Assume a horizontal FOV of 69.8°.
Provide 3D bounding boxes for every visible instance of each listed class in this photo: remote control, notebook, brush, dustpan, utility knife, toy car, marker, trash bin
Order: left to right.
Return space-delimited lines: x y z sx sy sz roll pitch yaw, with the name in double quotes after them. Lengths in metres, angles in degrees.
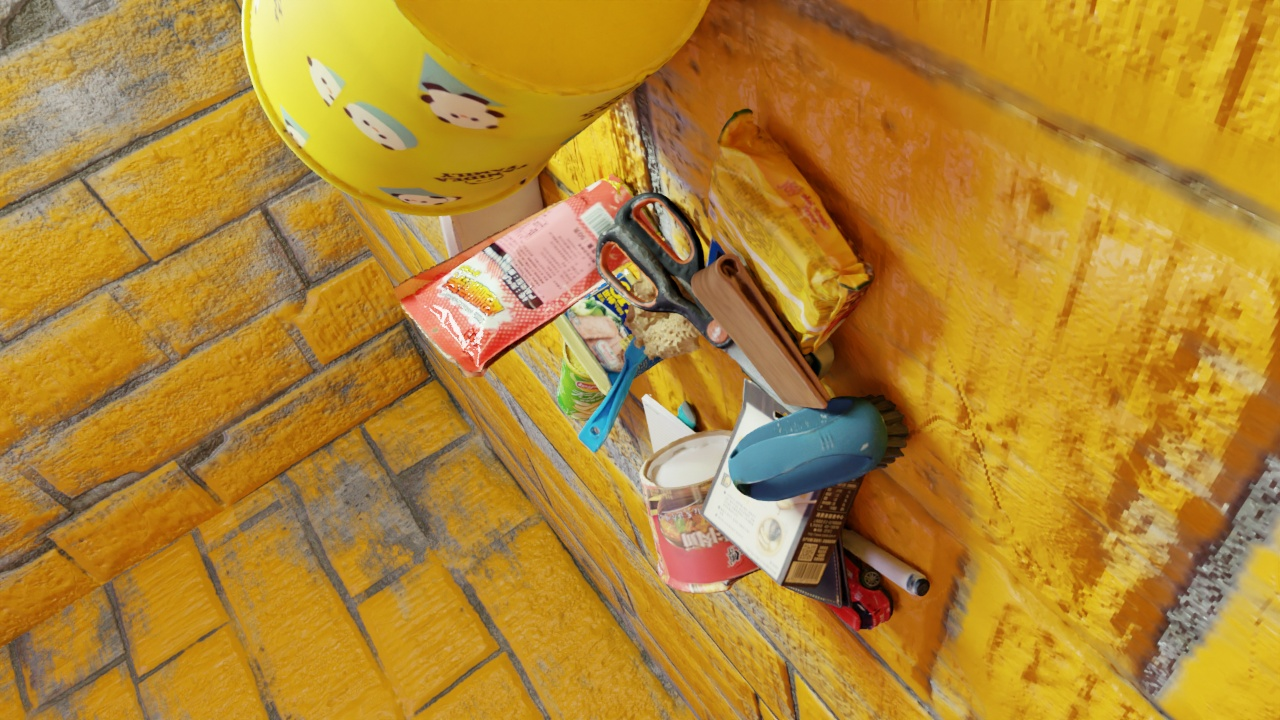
-0.206 -0.213 0.977 0.273 0.138 0.223 48 163 27 "dustpan"
-0.095 -0.210 0.518 0.229 0.229 0.256 61 159 -15 "trash bin"
-0.005 0.005 0.810 0.083 0.045 0.255 43 138 11 "brush"
0.045 0.080 1.030 0.029 0.013 0.171 55 163 14 "utility knife"
0.068 0.136 1.045 0.150 0.012 0.209 38 158 29 "notebook"
0.089 -0.038 0.641 0.125 0.024 0.049 52 164 17 "remote control"
0.107 0.062 0.621 0.144 0.073 0.055 -30 71 53 "brush"
0.169 0.185 0.808 0.120 0.045 0.053 47 161 38 "toy car"
0.185 0.154 0.748 0.131 0.018 0.023 29 139 60 "marker"

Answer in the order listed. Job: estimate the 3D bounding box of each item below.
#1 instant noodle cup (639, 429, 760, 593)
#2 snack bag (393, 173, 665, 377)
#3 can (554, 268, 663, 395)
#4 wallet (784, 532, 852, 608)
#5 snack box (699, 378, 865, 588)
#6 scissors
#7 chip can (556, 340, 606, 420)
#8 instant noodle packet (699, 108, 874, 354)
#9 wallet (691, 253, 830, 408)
0.066 0.137 0.878 0.138 0.137 0.108 23 135 64 "instant noodle cup"
-0.090 -0.075 0.769 0.128 0.207 0.073 45 162 34 "snack bag"
-0.025 -0.028 0.895 0.102 0.083 0.057 53 165 12 "can"
0.139 0.137 0.768 0.096 0.020 0.122 179 84 -67 "wallet"
0.110 0.094 0.720 0.053 0.126 0.113 13 -166 -35 "snack box"
0.060 -0.043 0.686 0.235 0.125 0.021 29 -165 23 "scissors"
-0.064 0.017 1.127 0.072 0.072 0.222 54 164 10 "chip can"
0.084 -0.074 0.551 0.128 0.044 0.111 55 167 14 "instant noodle packet"
0.078 -0.017 0.611 0.115 0.020 0.101 53 176 -4 "wallet"
